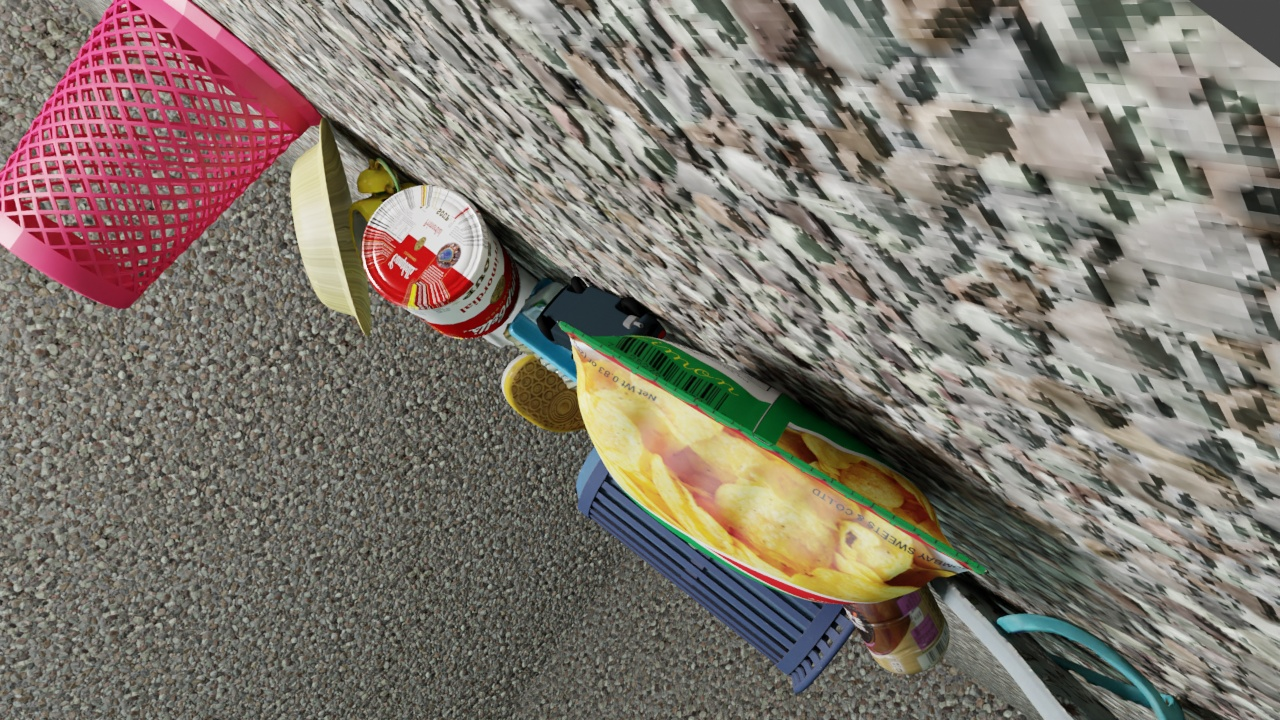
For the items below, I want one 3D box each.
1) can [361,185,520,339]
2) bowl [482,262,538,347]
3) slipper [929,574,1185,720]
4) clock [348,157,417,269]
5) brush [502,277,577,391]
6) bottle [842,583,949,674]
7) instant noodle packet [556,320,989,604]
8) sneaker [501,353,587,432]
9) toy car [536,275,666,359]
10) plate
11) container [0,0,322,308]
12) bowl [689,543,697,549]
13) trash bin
[{"bbox_3d":[-0.142,-0.068,0.672,0.086,0.086,0.116,36,175,9],"label":"can"},{"bbox_3d":[-0.144,-0.062,0.854,0.176,0.066,0.176,36,175,4],"label":"bowl"},{"bbox_3d":[0.264,0.188,0.549,0.098,0.055,0.268,35,-174,-11],"label":"slipper"},{"bbox_3d":[-0.200,-0.112,0.754,0.083,0.057,0.119,48,146,31],"label":"clock"},{"bbox_3d":[-0.036,-0.006,0.727,0.136,0.055,0.075,38,155,-19],"label":"brush"},{"bbox_3d":[0.160,0.146,0.637,0.166,0.059,0.060,58,166,-26],"label":"bottle"},{"bbox_3d":[0.056,0.062,0.485,0.195,0.090,0.253,30,170,10],"label":"instant noodle packet"},{"bbox_3d":[-0.073,0.027,0.966,0.122,0.086,0.238,29,-179,43],"label":"sneaker"},{"bbox_3d":[-0.026,-0.020,0.567,0.034,0.046,0.112,47,168,-33],"label":"toy car"},{"bbox_3d":[-0.265,-0.108,0.773,0.184,0.036,0.184,169,91,-80],"label":"plate"},{"bbox_3d":[-0.404,-0.168,0.746,0.183,0.225,0.183,36,175,4],"label":"container"},{"bbox_3d":[0.052,0.073,0.670,0.117,0.061,0.117,-16,-91,-81],"label":"bowl"},{"bbox_3d":[0.072,0.144,0.782,0.249,0.139,0.139,36,175,14],"label":"trash bin"}]
